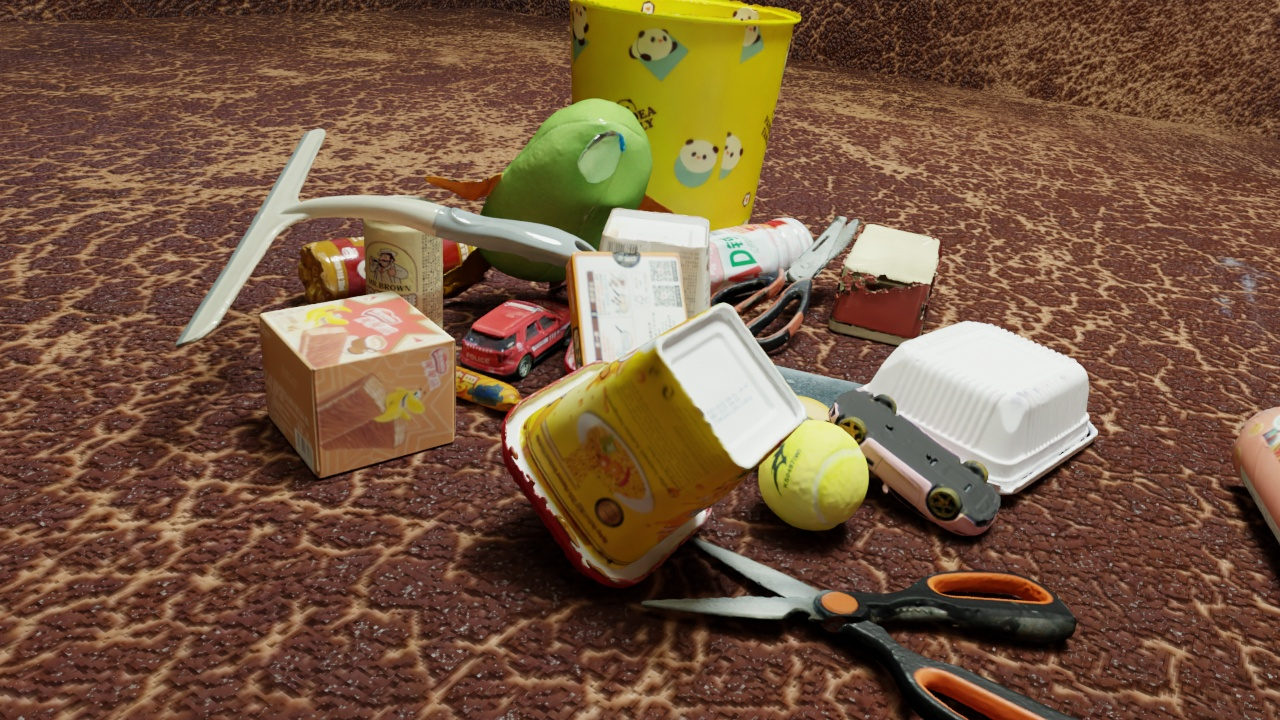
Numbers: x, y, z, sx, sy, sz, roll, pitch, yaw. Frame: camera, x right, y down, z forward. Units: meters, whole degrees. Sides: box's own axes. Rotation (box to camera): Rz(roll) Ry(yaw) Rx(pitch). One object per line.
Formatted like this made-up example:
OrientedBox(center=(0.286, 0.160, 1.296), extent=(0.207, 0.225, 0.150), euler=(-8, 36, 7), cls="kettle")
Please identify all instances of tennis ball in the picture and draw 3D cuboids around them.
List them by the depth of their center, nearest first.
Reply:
OrientedBox(center=(0.103, 0.068, 0.550), extent=(0.065, 0.066, 0.065), euler=(5, 26, -2), cls="tennis ball")

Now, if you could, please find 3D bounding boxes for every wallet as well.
OrientedBox(center=(0.127, 0.032, 0.687), extent=(0.121, 0.019, 0.097), euler=(13, 26, 10), cls="wallet")

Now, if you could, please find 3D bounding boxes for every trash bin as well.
OrientedBox(center=(0.029, -0.234, 0.944), extent=(0.229, 0.256, 0.229), euler=(5, 26, -3), cls="trash bin")

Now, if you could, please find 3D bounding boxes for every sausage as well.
OrientedBox(center=(-0.152, 0.009, 0.673), extent=(0.165, 0.021, 0.021), euler=(17, 28, 22), cls="sausage")

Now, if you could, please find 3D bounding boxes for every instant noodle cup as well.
OrientedBox(center=(0.010, 0.039, 0.486), extent=(0.116, 0.124, 0.115), euler=(55, 40, 4), cls="instant noodle cup")
OrientedBox(center=(0.249, 0.022, 0.670), extent=(0.173, 0.060, 0.138), euler=(-13, 34, -44), cls="instant noodle cup")
OrientedBox(center=(0.007, -0.043, 0.694), extent=(0.116, 0.124, 0.116), euler=(7, 26, 2), cls="instant noodle cup")

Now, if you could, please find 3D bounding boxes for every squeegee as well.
OrientedBox(center=(-0.145, -0.090, 0.620), extent=(0.246, 0.039, 0.245), euler=(7, 44, -2), cls="squeegee")

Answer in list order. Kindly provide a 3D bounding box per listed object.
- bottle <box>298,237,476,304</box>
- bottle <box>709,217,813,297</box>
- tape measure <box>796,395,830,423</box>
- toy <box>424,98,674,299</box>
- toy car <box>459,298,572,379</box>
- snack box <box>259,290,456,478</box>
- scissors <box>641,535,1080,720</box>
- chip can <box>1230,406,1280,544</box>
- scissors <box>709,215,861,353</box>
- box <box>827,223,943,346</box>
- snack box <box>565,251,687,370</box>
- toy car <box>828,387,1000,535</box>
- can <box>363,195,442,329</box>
OrientedBox(center=(-0.212, -0.088, 0.822), extent=(0.174, 0.057, 0.057), euler=(-17, 34, -39), cls="bottle")
OrientedBox(center=(0.076, -0.091, 0.880), extent=(0.196, 0.068, 0.068), euler=(-15, 32, -31), cls="bottle")
OrientedBox(center=(0.106, 0.048, 0.615), extent=(0.057, 0.029, 0.059), euler=(9, 49, 5), cls="tape measure")
OrientedBox(center=(-0.070, -0.125, 0.759), extent=(0.226, 0.248, 0.090), euler=(-2, 65, -34), cls="toy")
OrientedBox(center=(-0.094, -0.023, 0.728), extent=(0.053, 0.045, 0.120), euler=(16, 25, 18), cls="toy car")
OrientedBox(center=(-0.183, 0.011, 0.597), extent=(0.094, 0.077, 0.093), euler=(-14, 32, -36), cls="snack box")
OrientedBox(center=(0.125, 0.136, 0.472), extent=(0.224, 0.022, 0.221), euler=(-8, 23, -30), cls="scissors")
OrientedBox(center=(0.414, 0.102, 0.539), extent=(0.071, 0.071, 0.214), euler=(12, 26, 13), cls="chip can")
OrientedBox(center=(0.131, -0.079, 0.847), extent=(0.195, 0.015, 0.205), euler=(-8, 39, 6), cls="scissors")
OrientedBox(center=(0.238, -0.084, 0.879), extent=(0.091, 0.079, 0.167), euler=(14, 26, 15), cls="box")
OrientedBox(center=(-0.004, 0.003, 0.593), extent=(0.075, 0.153, 0.026), euler=(-2, -17, -17), cls="snack box")
OrientedBox(center=(0.172, 0.066, 0.588), extent=(0.122, 0.037, 0.056), euler=(41, 37, 23), cls="toy car")
OrientedBox(center=(-0.182, -0.064, 0.709), extent=(0.058, 0.116, 0.058), euler=(5, 26, -2), cls="can")
